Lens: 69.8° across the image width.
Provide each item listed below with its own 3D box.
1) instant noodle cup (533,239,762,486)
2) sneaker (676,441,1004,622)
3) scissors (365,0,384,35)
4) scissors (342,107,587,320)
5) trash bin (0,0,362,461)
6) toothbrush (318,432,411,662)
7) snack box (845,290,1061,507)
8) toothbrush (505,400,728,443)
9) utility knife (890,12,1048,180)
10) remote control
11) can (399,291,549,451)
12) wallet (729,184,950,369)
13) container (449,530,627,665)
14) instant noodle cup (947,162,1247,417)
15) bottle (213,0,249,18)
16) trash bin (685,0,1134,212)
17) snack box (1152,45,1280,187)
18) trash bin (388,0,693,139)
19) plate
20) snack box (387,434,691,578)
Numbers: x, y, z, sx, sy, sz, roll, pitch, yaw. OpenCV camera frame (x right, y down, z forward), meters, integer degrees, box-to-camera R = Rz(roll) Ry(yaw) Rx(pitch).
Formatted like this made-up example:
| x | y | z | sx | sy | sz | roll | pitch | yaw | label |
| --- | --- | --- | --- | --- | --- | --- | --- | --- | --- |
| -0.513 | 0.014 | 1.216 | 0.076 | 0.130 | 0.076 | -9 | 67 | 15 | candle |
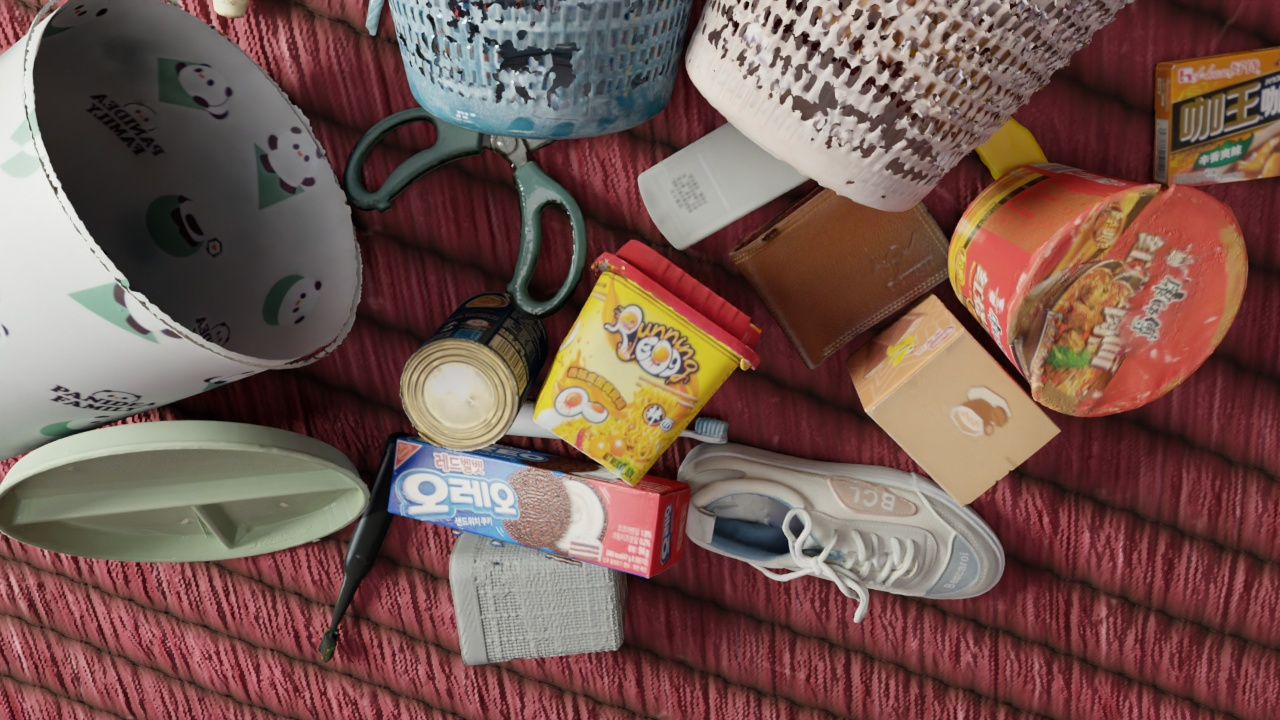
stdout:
| x | y | z | sx | sy | sz | roll | pitch | yaw | label |
| --- | --- | --- | --- | --- | --- | --- | --- | --- | --- |
| -0.003 | 0.003 | 0.582 | 0.116 | 0.116 | 0.123 | 34 | 90 | -7 | instant noodle cup |
| 0.142 | 0.122 | 0.637 | 0.242 | 0.090 | 0.090 | 15 | 111 | -1 | sneaker |
| -0.146 | -0.265 | 0.566 | 0.136 | 0.017 | 0.133 | 19 | 114 | -3 | scissors |
| -0.111 | -0.104 | 0.605 | 0.170 | 0.019 | 0.175 | -9 | 96 | 9 | scissors |
| -0.343 | -0.059 | 0.554 | 0.252 | 0.229 | 0.229 | -22 | 106 | 18 | trash bin |
| -0.215 | 0.150 | 0.710 | 0.026 | 0.027 | 0.213 | 12 | 113 | -32 | toothbrush |
| 0.197 | 0.022 | 0.594 | 0.093 | 0.094 | 0.077 | 44 | 107 | -10 | snack box |
| -0.048 | 0.044 | 0.659 | 0.221 | 0.026 | 0.026 | 4 | 105 | 4 | toothbrush |
| 0.189 | -0.183 | 0.564 | 0.033 | 0.015 | 0.230 | -38 | 104 | 10 | utility knife |
| 0.072 | -0.129 | 0.590 | 0.150 | 0.021 | 0.058 | -28 | 103 | 13 | remote control |
| -0.106 | 0.004 | 0.605 | 0.075 | 0.111 | 0.075 | 2 | 109 | 4 | can |
| 0.135 | -0.066 | 0.603 | 0.125 | 0.032 | 0.101 | -35 | 105 | 16 | wallet |
| -0.070 | 0.161 | 0.670 | 0.114 | 0.090 | 0.090 | -4 | 109 | 3 | container |
| 0.259 | -0.052 | 0.543 | 0.138 | 0.108 | 0.138 | -4 | 117 | -8 | instant noodle cup |
| -0.238 | -0.281 | 0.547 | 0.067 | 0.066 | 0.150 | 18 | 117 | -2 | bottle |
| 0.132 | -0.192 | 0.458 | 0.227 | 0.227 | 0.193 | 31 | 117 | -6 | trash bin |
| 0.393 | -0.151 | 0.552 | 0.154 | 0.026 | 0.075 | -6 | 108 | 7 | snack box |
| -0.051 | -0.232 | 0.476 | 0.226 | 0.226 | 0.195 | 6 | 126 | 3 | trash bin |
| -0.304 | 0.093 | 0.624 | 0.230 | 0.230 | 0.027 | -17 | 64 | 10 | plate |
| -0.073 | 0.095 | 0.624 | 0.208 | 0.057 | 0.058 | 9 | 94 | 24 | snack box |
